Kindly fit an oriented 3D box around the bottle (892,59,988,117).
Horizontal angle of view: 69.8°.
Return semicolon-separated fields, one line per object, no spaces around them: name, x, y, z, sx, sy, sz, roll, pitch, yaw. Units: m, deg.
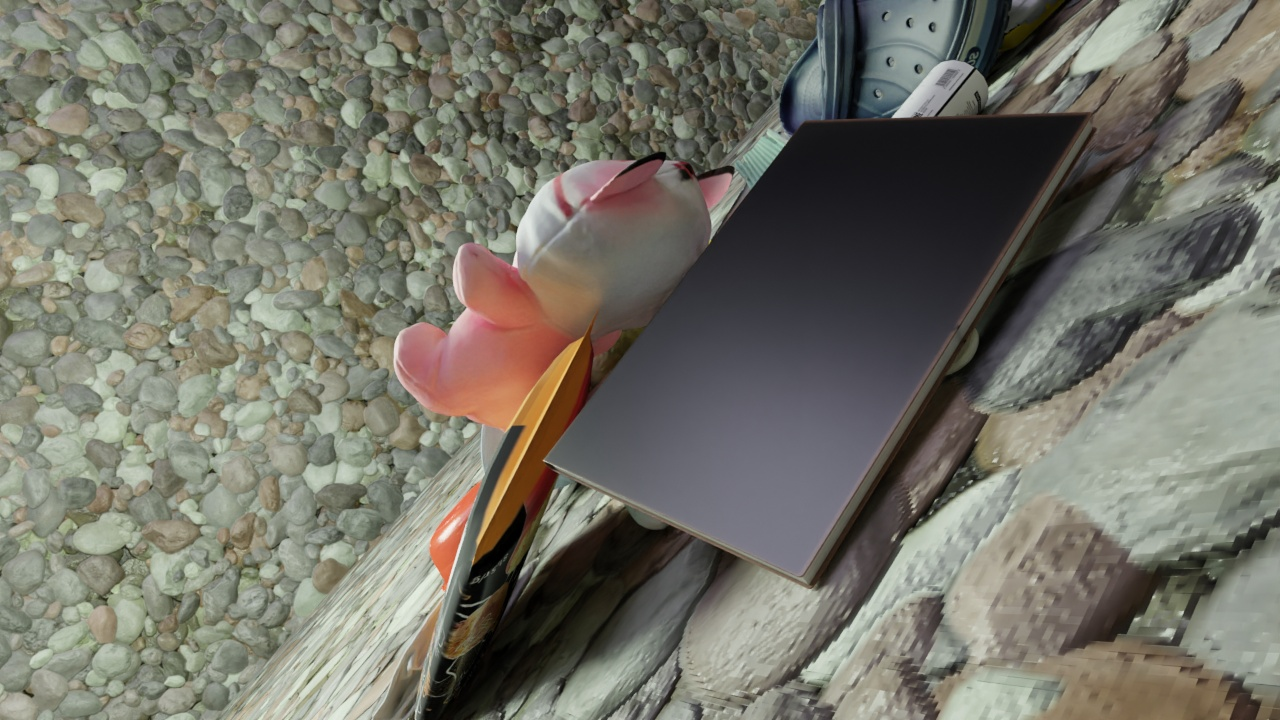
bottle;0.169;-0.135;0.569;0.115;0.041;0.041;-49;7;-18

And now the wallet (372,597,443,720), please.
wallet;-0.129;0.182;0.607;0.086;0.032;0.116;-60;1;31

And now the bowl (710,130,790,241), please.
bowl;0.085;-0.080;0.586;0.116;0.065;0.116;-59;-1;-1

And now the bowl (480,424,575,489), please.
bowl;-0.057;0.037;0.713;0.150;0.075;0.150;14;-91;-76

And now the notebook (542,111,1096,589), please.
notebook;0.065;-0.023;0.364;0.141;0.008;0.208;15;62;49

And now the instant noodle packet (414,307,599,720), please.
instant noodle packet;-0.074;0.095;0.495;0.159;0.032;0.221;-67;1;-47

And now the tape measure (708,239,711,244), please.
tape measure;0.064;-0.061;0.675;0.062;0.067;0.038;-43;48;-17

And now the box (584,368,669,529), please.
box;0.067;-0.004;0.474;0.202;0.103;0.100;-45;-32;13

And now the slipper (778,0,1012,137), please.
slipper;0.168;-0.226;0.690;0.253;0.095;0.105;161;113;-68

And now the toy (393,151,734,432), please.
toy;-0.038;-0.041;0.530;0.214;0.084;0.141;-43;-24;23

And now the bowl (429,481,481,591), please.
bowl;-0.154;0.152;0.858;0.130;0.045;0.130;-46;7;7

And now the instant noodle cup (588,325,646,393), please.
instant noodle cup;-0.004;0.004;0.639;0.102;0.102;0.108;-37;23;54

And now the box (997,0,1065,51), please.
box;0.325;-0.300;0.653;0.211;0.080;0.084;-45;47;20

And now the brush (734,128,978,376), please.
brush;0.086;-0.056;0.403;0.033;0.012;0.217;-45;32;14
